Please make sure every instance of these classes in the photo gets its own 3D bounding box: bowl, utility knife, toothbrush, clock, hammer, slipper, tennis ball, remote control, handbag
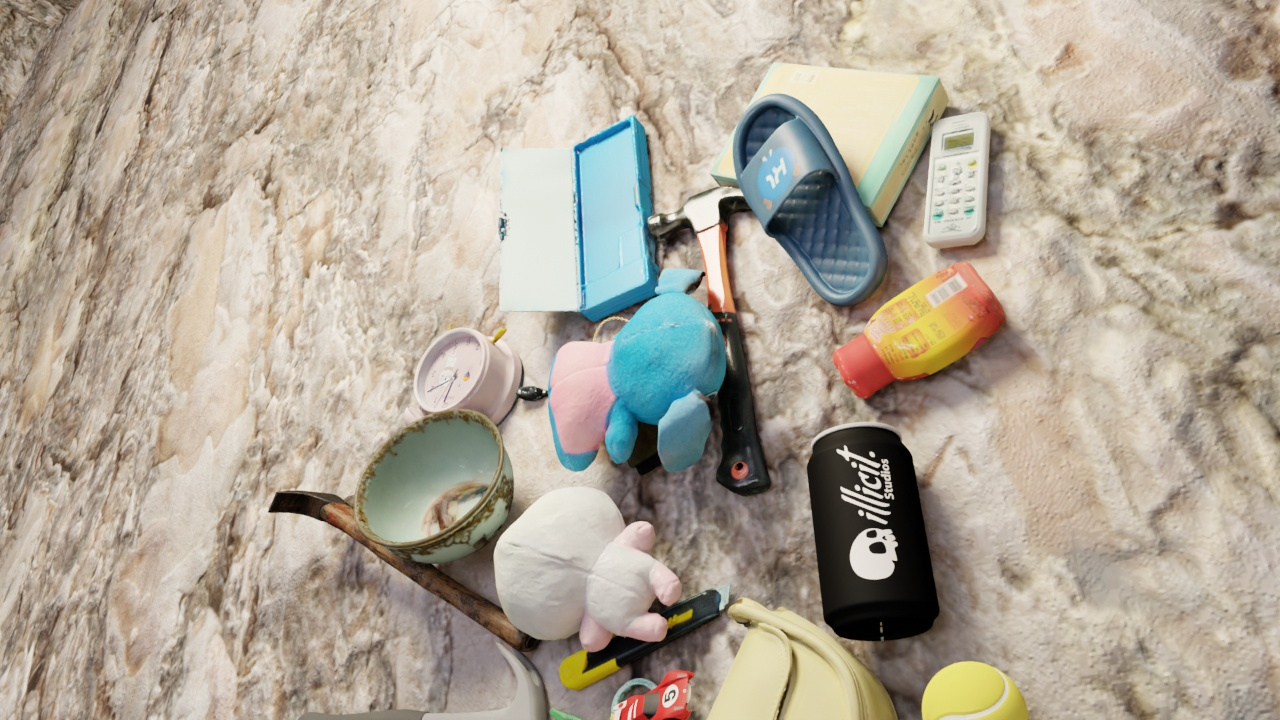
[{"bbox_3d":[-0.188,0.137,0.900,0.160,0.094,0.159,-14,43,14],"label":"bowl"},{"bbox_3d":[0.005,0.232,0.775,0.175,0.020,0.028,-32,52,15],"label":"utility knife"},{"bbox_3d":[-0.051,0.024,0.935,0.188,0.017,0.014,-9,66,29],"label":"toothbrush"},{"bbox_3d":[-0.198,0.037,1.000,0.117,0.059,0.157,5,68,37],"label":"clock"},{"bbox_3d":[0.080,-0.028,0.867,0.133,0.033,0.332,-19,56,24],"label":"hammer"},{"bbox_3d":[0.142,-0.141,0.826,0.104,0.059,0.213,-42,68,42],"label":"slipper"},{"bbox_3d":[0.217,0.230,0.596,0.065,0.065,0.065,-17,56,26],"label":"tennis ball"},{"bbox_3d":[-0.216,0.340,0.860,0.312,0.029,0.124,-15,57,28],"label":"hammer"},{"bbox_3d":[-0.231,0.203,0.907,0.331,0.120,0.033,21,91,34],"label":"hammer"},{"bbox_3d":[0.279,-0.158,0.805,0.050,0.022,0.133,-4,62,34],"label":"remote control"},{"bbox_3d":[0.091,0.296,0.634,0.191,0.088,0.232,15,74,43],"label":"handbag"},{"bbox_3d":[-0.005,0.024,0.894,0.084,0.027,0.178,-35,50,9],"label":"handbag"}]

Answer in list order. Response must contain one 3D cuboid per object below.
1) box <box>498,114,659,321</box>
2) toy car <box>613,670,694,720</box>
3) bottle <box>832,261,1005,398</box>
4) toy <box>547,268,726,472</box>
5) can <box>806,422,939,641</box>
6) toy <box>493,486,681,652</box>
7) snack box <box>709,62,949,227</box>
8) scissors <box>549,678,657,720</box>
[{"bbox_3d":[-0.068,-0.153,1.021,0.176,0.060,0.243,-11,57,10],"label":"box"},{"bbox_3d":[0.009,0.270,0.708,0.090,0.025,0.038,-49,20,39],"label":"toy car"},{"bbox_3d":[0.223,-0.021,0.748,0.134,0.048,0.071,-34,50,14],"label":"bottle"},{"bbox_3d":[-0.005,0.005,0.830,0.192,0.099,0.223,-23,47,30],"label":"toy"},{"bbox_3d":[0.169,0.126,0.679,0.080,0.080,0.145,-17,56,26],"label":"can"},{"bbox_3d":[-0.046,0.182,0.789,0.180,0.101,0.138,17,77,31],"label":"toy"},{"bbox_3d":[0.178,-0.216,0.894,0.194,0.044,0.141,23,80,41],"label":"snack box"},{"bbox_3d":[-0.027,0.306,0.758,0.127,0.011,0.123,14,72,38],"label":"scissors"}]
